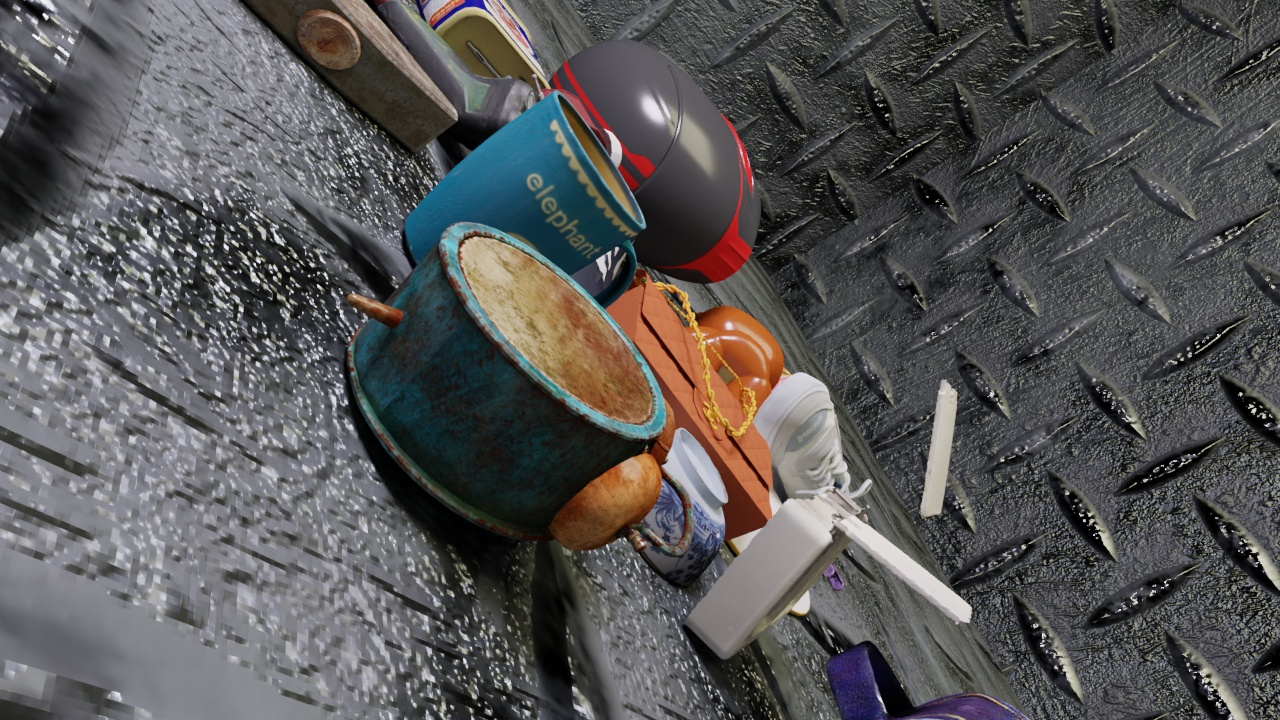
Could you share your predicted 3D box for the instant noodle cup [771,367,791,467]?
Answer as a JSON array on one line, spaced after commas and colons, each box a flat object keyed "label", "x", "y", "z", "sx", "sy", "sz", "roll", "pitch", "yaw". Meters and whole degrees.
[{"label": "instant noodle cup", "x": 0.134, "y": 0.044, "z": 0.976, "sx": 0.108, "sy": 0.098, "sz": 0.097, "roll": 54, "pitch": 10, "yaw": 24}]

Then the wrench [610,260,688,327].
[{"label": "wrench", "x": 0.003, "y": -0.060, "z": 0.882, "sx": 0.273, "sy": 0.022, "sz": 0.073, "roll": 39, "pitch": 28, "yaw": -56}]

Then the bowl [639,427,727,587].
[{"label": "bowl", "x": 0.020, "y": 0.074, "z": 0.549, "sx": 0.114, "sy": 0.045, "sz": 0.114, "roll": 53, "pitch": 13, "yaw": -18}]

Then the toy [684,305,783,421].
[{"label": "toy", "x": 0.087, "y": -0.001, "z": 0.878, "sx": 0.112, "sy": 0.096, "sz": 0.175, "roll": 41, "pitch": 30, "yaw": 0}]

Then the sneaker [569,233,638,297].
[{"label": "sneaker", "x": -0.041, "y": -0.079, "z": 0.627, "sx": 0.084, "sy": 0.079, "sz": 0.235, "roll": 53, "pitch": 13, "yaw": -20}]

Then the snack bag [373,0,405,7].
[{"label": "snack bag", "x": -0.161, "y": -0.238, "z": 0.724, "sx": 0.158, "sy": 0.013, "sz": 0.057, "roll": 47, "pitch": 17, "yaw": -37}]

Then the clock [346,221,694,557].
[{"label": "clock", "x": -0.041, "y": 0.023, "z": 0.369, "sx": 0.157, "sy": 0.073, "sz": 0.121, "roll": 43, "pitch": 17, "yaw": -6}]

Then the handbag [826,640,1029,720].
[{"label": "handbag", "x": 0.154, "y": 0.245, "z": 0.444, "sx": 0.204, "sy": 0.126, "sz": 0.222, "roll": 33, "pitch": 29, "yaw": -61}]

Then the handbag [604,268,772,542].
[{"label": "handbag", "x": 0.038, "y": 0.026, "z": 0.643, "sx": 0.172, "sy": 0.060, "sz": 0.108, "roll": 53, "pitch": 25, "yaw": -24}]

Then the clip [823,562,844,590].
[{"label": "clip", "x": 0.195, "y": 0.215, "z": 0.949, "sx": 0.035, "sy": 0.013, "sz": 0.051, "roll": 54, "pitch": 10, "yaw": -19}]

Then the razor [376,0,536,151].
[{"label": "razor", "x": -0.128, "y": -0.200, "z": 0.641, "sx": 0.151, "sy": 0.067, "sz": 0.054, "roll": 51, "pitch": 7, "yaw": 12}]

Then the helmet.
[{"label": "helmet", "x": -0.008, "y": -0.196, "z": 0.851, "sx": 0.169, "sy": 0.164, "sz": 0.264, "roll": 26, "pitch": 28, "yaw": -54}]

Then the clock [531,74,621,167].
[{"label": "clock", "x": -0.067, "y": -0.162, "z": 0.722, "sx": 0.124, "sy": 0.087, "sz": 0.044, "roll": 31, "pitch": 28, "yaw": -56}]

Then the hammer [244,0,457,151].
[{"label": "hammer", "x": -0.198, "y": -0.264, "z": 0.591, "sx": 0.158, "sy": 0.037, "sz": 0.300, "roll": 45, "pitch": 17, "yaw": -44}]

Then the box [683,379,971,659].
[{"label": "box", "x": 0.139, "y": 0.109, "z": 0.520, "sx": 0.106, "sy": 0.193, "sz": 0.143, "roll": 42, "pitch": 13, "yaw": 19}]

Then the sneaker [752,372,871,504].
[{"label": "sneaker", "x": 0.167, "y": 0.095, "z": 0.854, "sx": 0.091, "sy": 0.089, "sz": 0.242, "roll": 40, "pitch": -13, "yaw": 29}]

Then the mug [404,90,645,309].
[{"label": "mug", "x": -0.054, "y": -0.064, "z": 0.479, "sx": 0.112, "sy": 0.104, "sz": 0.084, "roll": 51, "pitch": 13, "yaw": -34}]

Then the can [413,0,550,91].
[{"label": "can", "x": -0.125, "y": -0.252, "z": 0.728, "sx": 0.116, "sy": 0.057, "sz": 0.092, "roll": 42, "pitch": 19, "yaw": -48}]

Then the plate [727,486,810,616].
[{"label": "plate", "x": 0.087, "y": 0.108, "z": 0.780, "sx": 0.230, "sy": 0.021, "sz": 0.229, "roll": 53, "pitch": 13, "yaw": -18}]
